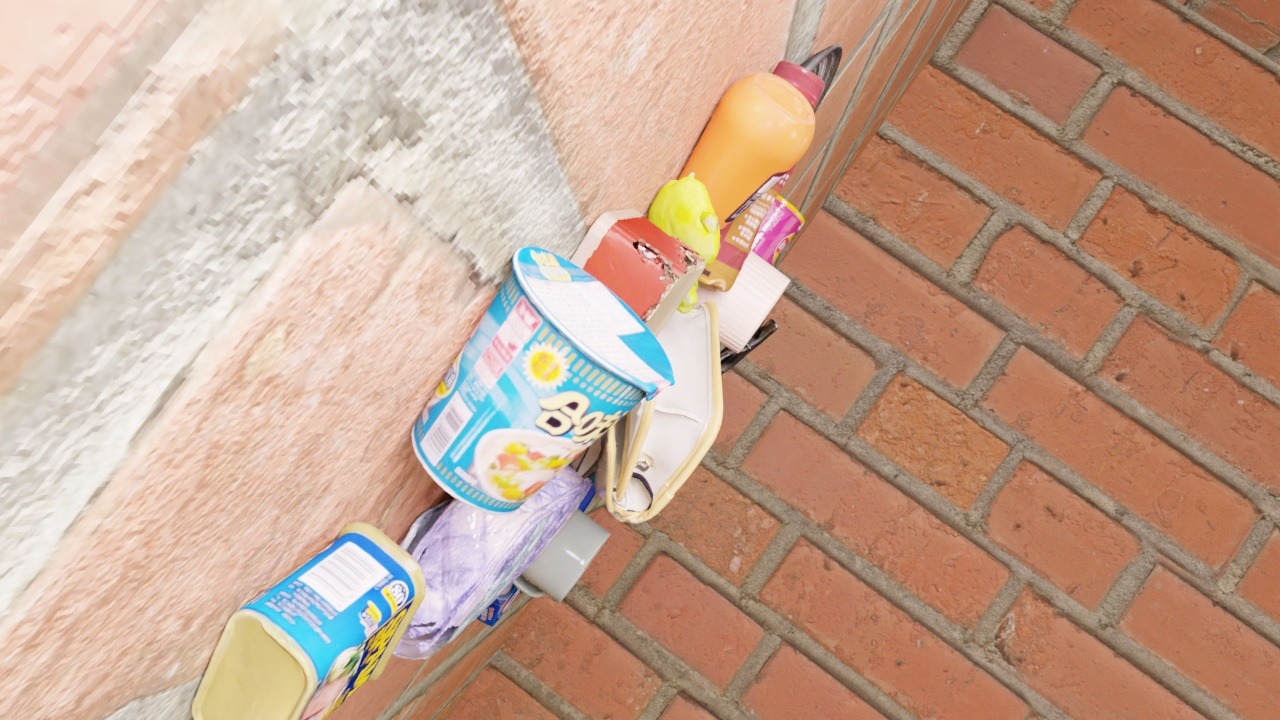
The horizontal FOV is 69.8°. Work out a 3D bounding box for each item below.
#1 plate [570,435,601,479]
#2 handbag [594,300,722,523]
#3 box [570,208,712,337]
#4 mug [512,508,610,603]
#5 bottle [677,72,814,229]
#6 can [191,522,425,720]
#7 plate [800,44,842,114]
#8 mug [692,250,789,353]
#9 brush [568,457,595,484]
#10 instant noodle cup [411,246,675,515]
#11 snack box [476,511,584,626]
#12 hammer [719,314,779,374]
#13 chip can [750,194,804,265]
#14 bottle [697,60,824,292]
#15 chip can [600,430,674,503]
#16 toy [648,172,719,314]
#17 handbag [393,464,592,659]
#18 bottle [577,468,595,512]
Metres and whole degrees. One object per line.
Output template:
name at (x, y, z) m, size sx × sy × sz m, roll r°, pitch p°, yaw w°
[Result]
plate at (-0.006, 0.005, 0.936) m, size 0.265 × 0.034 × 0.162 m, roll -57°, pitch 173°, yaw -11°
handbag at (-0.005, 0.046, 0.697) m, size 0.163 × 0.063 × 0.179 m, roll -86°, pitch -160°, yaw -53°
box at (-0.026, -0.006, 0.586) m, size 0.168 × 0.077 × 0.091 m, roll -55°, pitch 174°, yaw 18°
mug at (-0.102, 0.180, 0.894) m, size 0.112 × 0.106 × 0.082 m, roll -58°, pitch 174°, yaw 31°
bottle at (0.058, -0.128, 0.646) m, size 0.150 × 0.067 × 0.066 m, roll -49°, pitch 178°, yaw 40°
can at (-0.165, 0.143, 0.457) m, size 0.102 × 0.057 × 0.083 m, roll -58°, pitch 171°, yaw 29°
plate at (0.121, -0.207, 0.824) m, size 0.179 × 0.024 × 0.179 m, roll -53°, pitch 172°, yaw -11°
mug at (0.055, -0.055, 0.796) m, size 0.114 × 0.106 × 0.081 m, roll -55°, pitch 174°, yaw 9°
brush at (-0.052, 0.067, 0.811) m, size 0.143 × 0.073 × 0.055 m, roll -53°, pitch 166°, yaw -8°
instant noodle cup at (-0.055, 0.016, 0.457) m, size 0.110 × 0.099 × 0.099 m, roll -47°, pitch 176°, yaw 17°
snack box at (-0.137, 0.225, 1.113) m, size 0.206 × 0.057 × 0.058 m, roll -48°, pitch 168°, yaw -44°
hammer at (0.064, 0.003, 0.929) m, size 0.126 × 0.032 × 0.322 m, roll -43°, pitch 171°, yaw 18°
chip can at (0.103, -0.100, 1.084) m, size 0.210 × 0.071 × 0.071 m, roll -53°, pitch 174°, yaw 0°
bottle at (0.083, -0.142, 0.710) m, size 0.175 × 0.057 × 0.057 m, roll -63°, pitch 172°, yaw 11°
chip can at (0.003, 0.105, 0.934) m, size 0.071 × 0.071 × 0.215 m, roll -53°, pitch 168°, yaw -13°
toy at (0.025, -0.081, 0.632) m, size 0.031 × 0.097 × 0.100 m, roll -13°, pitch 120°, yaw -25°
handbag at (-0.116, 0.133, 0.692) m, size 0.134 × 0.075 × 0.193 m, roll -52°, pitch 173°, yaw 11°
bottle at (-0.080, 0.141, 1.042) m, size 0.219 × 0.065 × 0.065 m, roll -55°, pitch 174°, yaw 4°
